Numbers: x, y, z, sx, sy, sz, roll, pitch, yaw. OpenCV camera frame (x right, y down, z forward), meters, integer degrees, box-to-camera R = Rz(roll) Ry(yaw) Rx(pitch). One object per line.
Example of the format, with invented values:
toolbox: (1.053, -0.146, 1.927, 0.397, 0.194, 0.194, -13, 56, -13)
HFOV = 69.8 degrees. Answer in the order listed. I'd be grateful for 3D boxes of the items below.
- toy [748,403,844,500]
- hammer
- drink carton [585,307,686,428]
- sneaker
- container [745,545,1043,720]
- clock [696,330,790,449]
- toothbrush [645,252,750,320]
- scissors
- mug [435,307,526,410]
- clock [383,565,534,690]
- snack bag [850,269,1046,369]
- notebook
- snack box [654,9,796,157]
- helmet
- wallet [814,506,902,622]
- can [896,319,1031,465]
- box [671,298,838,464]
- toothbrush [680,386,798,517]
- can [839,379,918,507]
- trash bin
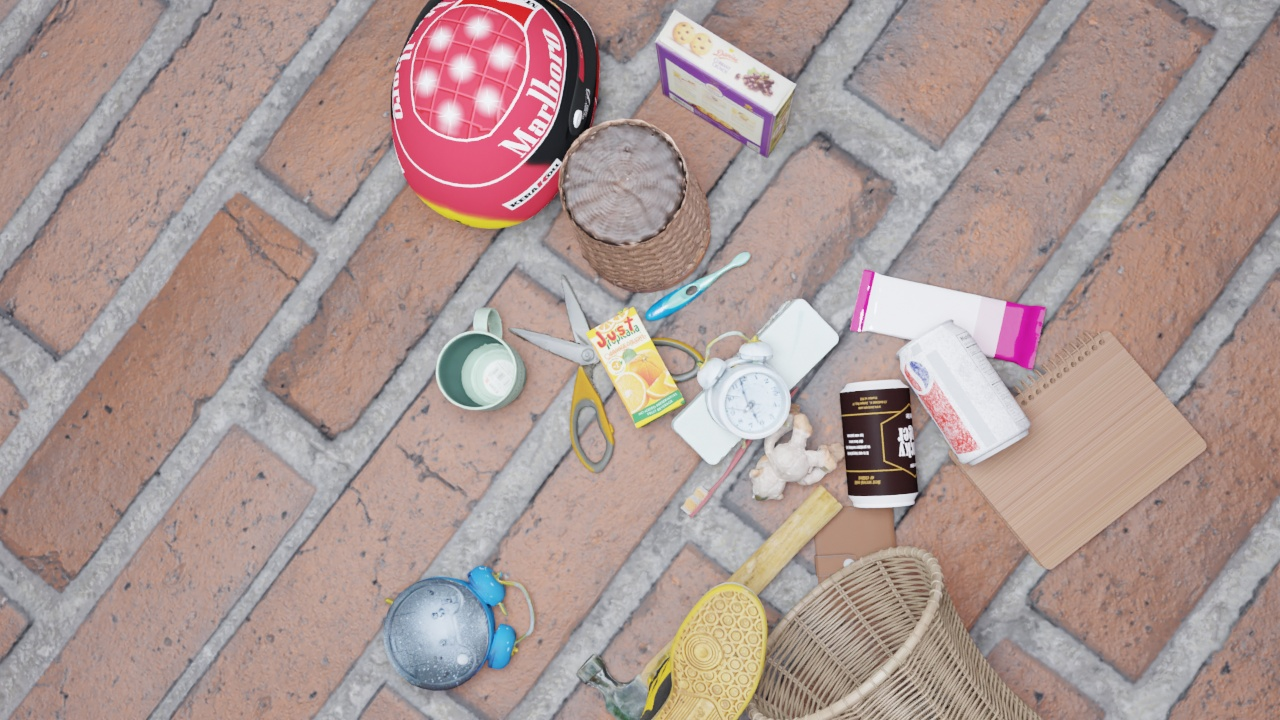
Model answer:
toy: (0.160, 0.112, 0.975, 0.085, 0.074, 0.106, 42, 96, -9)
hammer: (0.090, 0.263, 0.975, 0.132, 0.033, 0.330, 44, 92, 8)
drink carton: (-0.006, 0.006, 0.986, 0.058, 0.041, 0.122, -29, 83, 2)
sneaker: (0.063, 0.298, 0.888, 0.086, 0.122, 0.239, 28, 109, 7)
container: (0.246, 0.326, 0.868, 0.227, 0.227, 0.196, -41, 95, 1)
clock: (0.104, 0.026, 0.936, 0.083, 0.057, 0.117, -26, 100, -2)
toothbrush: (0.064, -0.082, 1.019, 0.135, 0.017, 0.022, -32, 84, 4)
scissors: (-0.035, 0.006, 1.019, 0.226, 0.016, 0.225, -14, 84, 3)
mug: (-0.164, -0.001, 0.986, 0.084, 0.104, 0.111, 0, 86, 5)
clock: (-0.195, 0.287, 0.990, 0.161, 0.060, 0.116, -12, 84, 2)
snack bag: (0.331, -0.045, 0.991, 0.196, 0.016, 0.070, 12, 87, 5)
notebook: (0.454, 0.089, 0.967, 0.210, 0.022, 0.169, -38, 84, 1)
snack box: (0.088, -0.285, 0.965, 0.143, 0.148, 0.040, 34, 89, 6)
helmet: (-0.148, -0.274, 0.948, 0.198, 0.224, 0.271, 19, 89, 6)
wallet: (0.231, 0.216, 0.981, 0.087, 0.013, 0.121, -5, 85, 5)
can: (0.327, 0.032, 0.935, 0.078, 0.078, 0.136, -30, 76, 2)
box: (0.123, 0.024, 0.987, 0.199, 0.070, 0.085, -47, 64, -1)
toothbrush: (0.110, 0.097, 1.000, 0.015, 0.015, 0.184, 41, 89, -4)
can: (0.249, 0.087, 0.960, 0.072, 0.072, 0.128, -4, 85, 4)
trash bin: (-0.003, -0.159, 0.932, 0.151, 0.210, 0.151, 0, 85, 4)
